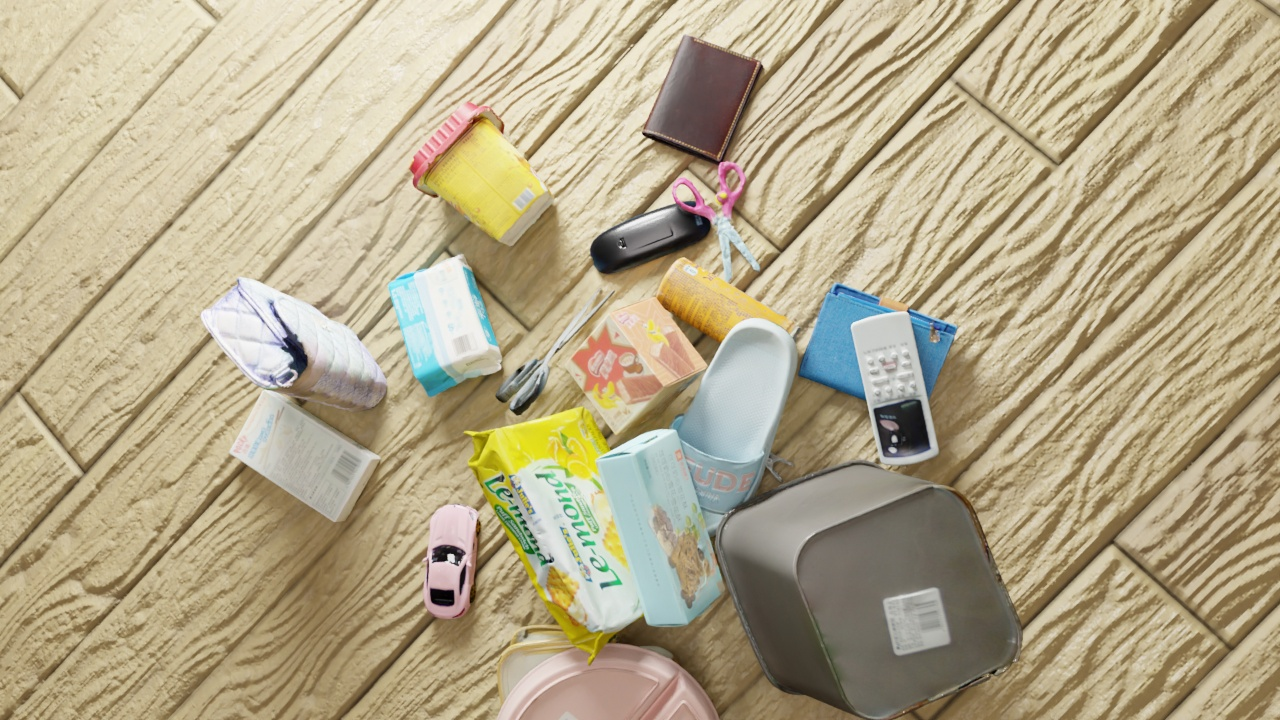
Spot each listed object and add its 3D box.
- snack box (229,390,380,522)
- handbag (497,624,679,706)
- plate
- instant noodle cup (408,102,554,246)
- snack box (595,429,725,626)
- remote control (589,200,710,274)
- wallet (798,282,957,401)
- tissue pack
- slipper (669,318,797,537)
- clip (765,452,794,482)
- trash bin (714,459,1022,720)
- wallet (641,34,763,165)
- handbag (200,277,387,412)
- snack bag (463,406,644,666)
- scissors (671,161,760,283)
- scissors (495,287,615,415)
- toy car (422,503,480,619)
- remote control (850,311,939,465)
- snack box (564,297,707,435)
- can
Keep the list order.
[{"bbox_3d":[-0.380,0.107,1.038,0.157,0.027,0.084,29,90,12],"label":"snack box"},{"bbox_3d":[-0.045,0.343,0.920,0.179,0.063,0.163,-6,98,4],"label":"handbag"},{"bbox_3d":[-0.031,0.387,0.884,0.229,0.028,0.229,0,96,0],"label":"plate"},{"bbox_3d":[-0.165,-0.195,0.993,0.123,0.116,0.116,44,94,0],"label":"instant noodle cup"},{"bbox_3d":[0.021,0.158,0.875,0.052,0.074,0.175,-13,96,37],"label":"snack box"},{"bbox_3d":[0.009,-0.134,0.992,0.136,0.024,0.053,-20,81,7],"label":"remote control"},{"bbox_3d":[0.239,-0.011,0.929,0.133,0.040,0.106,21,97,10],"label":"wallet"},{"bbox_3d":[-0.213,-0.040,1.003,0.090,0.063,0.140,-20,82,6],"label":"tissue pack"},{"bbox_3d":[0.080,0.075,0.907,0.104,0.074,0.246,28,107,18],"label":"slipper"},{"bbox_3d":[0.129,0.101,0.946,0.057,0.024,0.029,34,91,7],"label":"clip"},{"bbox_3d":[0.196,0.199,0.802,0.199,0.220,0.198,-21,85,-7],"label":"trash bin"},{"bbox_3d":[0.067,-0.285,1.001,0.096,0.020,0.122,23,87,7],"label":"wallet"},{"bbox_3d":[-0.354,-0.012,0.960,0.075,0.194,0.134,-43,78,1],"label":"handbag"},{"bbox_3d":[-0.066,0.162,0.914,0.068,0.157,0.246,-37,77,30],"label":"snack bag"},{"bbox_3d":[0.079,-0.146,0.976,0.105,0.017,0.136,-2,83,-9],"label":"scissors"},{"bbox_3d":[-0.095,-0.009,0.976,0.174,0.159,0.014,-32,118,34],"label":"scissors"},{"bbox_3d":[-0.205,0.216,0.989,0.056,0.037,0.122,3,84,9],"label":"toy car"},{"bbox_3d":[0.250,0.029,0.902,0.058,0.021,0.150,-13,93,15],"label":"remote control"},{"bbox_3d":[-0.006,0.005,0.933,0.094,0.076,0.093,53,131,12],"label":"snack box"},{"bbox_3d":[0.089,-0.048,0.950,0.146,0.058,0.058,32,90,12],"label":"can"}]
